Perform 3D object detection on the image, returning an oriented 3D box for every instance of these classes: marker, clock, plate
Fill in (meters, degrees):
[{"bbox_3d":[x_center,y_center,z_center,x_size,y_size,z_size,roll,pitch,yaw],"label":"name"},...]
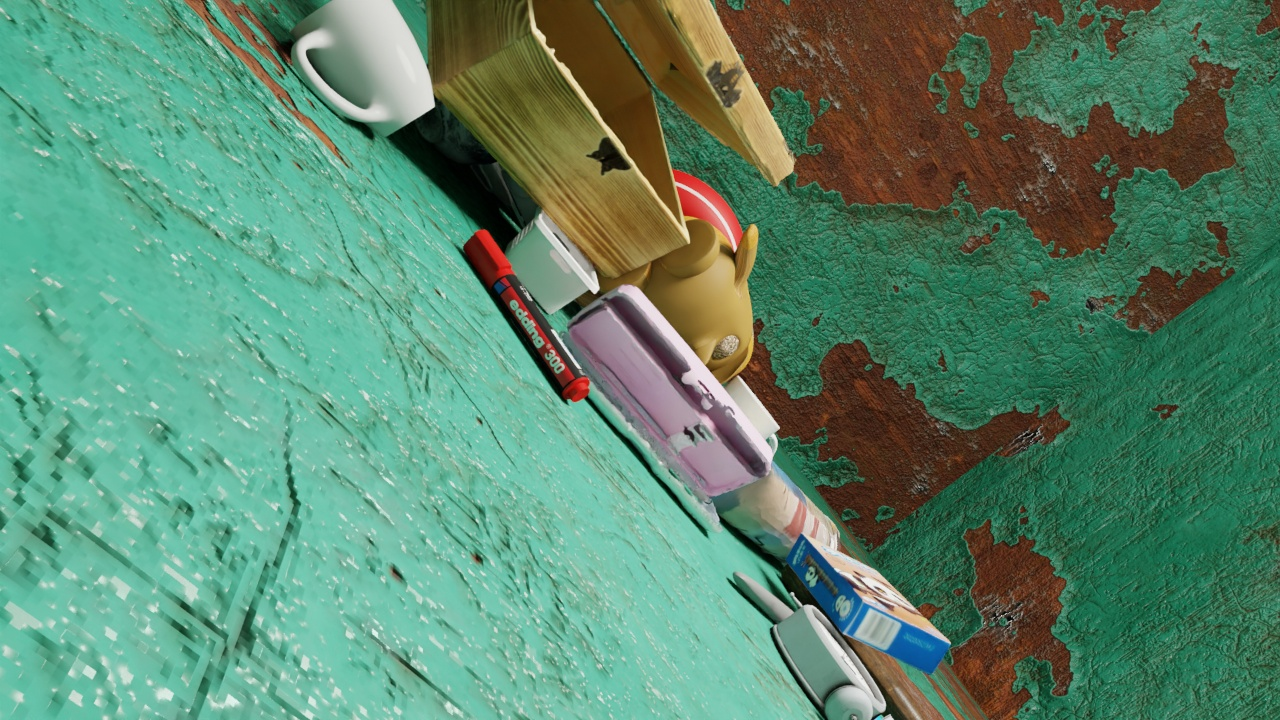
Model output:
[{"bbox_3d":[-0.079,-0.032,0.636,0.021,0.024,0.145,-15,60,-42],"label":"marker"},{"bbox_3d":[-0.103,-0.157,0.940,0.122,0.045,0.159,-120,-173,-53],"label":"clock"},{"bbox_3d":[0.143,0.232,0.665,0.094,0.035,0.122,47,6,-38],"label":"clock"},{"bbox_3d":[0.105,0.196,0.717,0.022,0.016,0.138,11,-27,46],"label":"marker"},{"bbox_3d":[-0.181,-0.222,0.987,0.134,0.011,0.135,55,-8,10],"label":"plate"}]

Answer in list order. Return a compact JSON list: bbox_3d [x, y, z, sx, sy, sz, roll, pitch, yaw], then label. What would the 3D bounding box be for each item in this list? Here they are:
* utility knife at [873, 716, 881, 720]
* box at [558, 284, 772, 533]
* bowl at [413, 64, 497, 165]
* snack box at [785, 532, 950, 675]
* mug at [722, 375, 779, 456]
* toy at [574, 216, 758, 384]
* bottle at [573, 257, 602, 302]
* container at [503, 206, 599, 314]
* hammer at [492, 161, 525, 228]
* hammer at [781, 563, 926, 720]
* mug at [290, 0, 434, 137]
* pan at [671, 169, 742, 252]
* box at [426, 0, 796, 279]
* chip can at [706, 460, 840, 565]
[{"bbox_3d":[0.200,0.310,0.737,0.173,0.015,0.031,54,9,21],"label":"utility knife"},{"bbox_3d":[0.011,0.047,0.725,0.202,0.088,0.095,50,40,-15],"label":"box"},{"bbox_3d":[-0.180,-0.237,0.877,0.114,0.060,0.114,29,-46,35],"label":"bowl"},{"bbox_3d":[0.189,0.204,0.785,0.087,0.034,0.151,28,5,-12],"label":"snack box"},{"bbox_3d":[0.104,0.085,1.013,0.110,0.090,0.073,48,7,-31],"label":"mug"},{"bbox_3d":[0.051,-0.049,0.958,0.203,0.199,0.162,56,23,-44],"label":"toy"},{"bbox_3d":[-0.029,-0.125,0.994,0.051,0.146,0.051,28,16,-9],"label":"bottle"},{"bbox_3d":[-0.083,-0.089,0.830,0.081,0.049,0.129,50,6,-15],"label":"container"},{"bbox_3d":[-0.166,-0.293,0.972,0.162,0.083,0.318,55,-6,29],"label":"hammer"},{"bbox_3d":[0.200,0.266,0.789,0.300,0.037,0.218,53,-4,47],"label":"hammer"},{"bbox_3d":[-0.194,-0.199,0.633,0.089,0.071,0.107,58,31,-20],"label":"mug"},{"bbox_3d":[0.034,-0.051,1.091,0.067,0.209,0.356,-59,138,-59],"label":"pan"},{"bbox_3d":[-0.026,-0.276,0.823,0.279,0.216,0.256,43,27,-49],"label":"box"},{"bbox_3d":[0.136,0.155,0.920,0.079,0.080,0.229,56,8,37],"label":"chip can"}]
